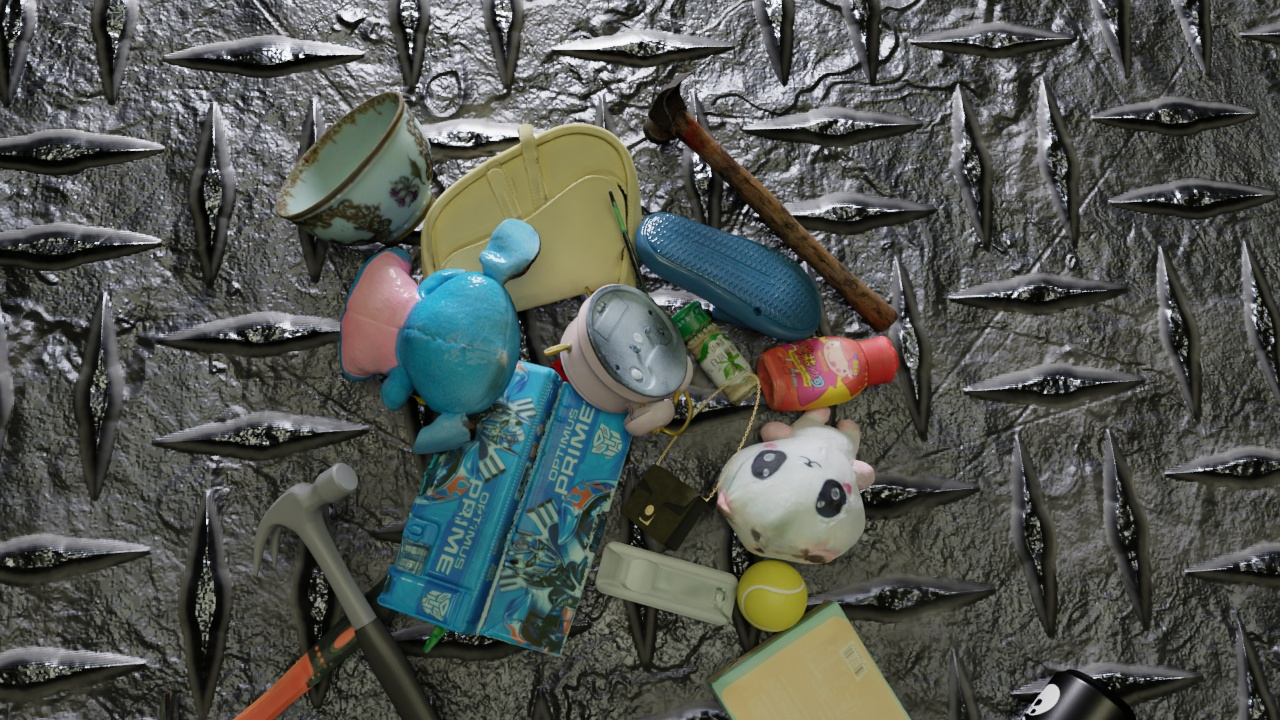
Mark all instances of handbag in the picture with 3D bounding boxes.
[{"bbox_3d":[0.055,0.087,0.863,0.027,0.084,0.178,39,84,-39],"label":"handbag"},{"bbox_3d":[-0.106,-0.124,0.899,0.232,0.089,0.191,-17,83,-9],"label":"handbag"}]

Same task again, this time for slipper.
[{"bbox_3d":[0.087,-0.076,0.907,0.213,0.059,0.103,22,50,-18],"label":"slipper"}]

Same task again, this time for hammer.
[{"bbox_3d":[0.136,-0.151,0.924,0.330,0.120,0.033,44,77,-2],"label":"hammer"},{"bbox_3d":[-0.226,0.246,0.784,0.125,0.029,0.311,-31,89,20],"label":"hammer"},{"bbox_3d":[-0.279,0.261,0.823,0.332,0.033,0.133,-41,82,-11],"label":"hammer"}]

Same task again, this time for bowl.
[{"bbox_3d":[-0.256,-0.167,0.879,0.159,0.160,0.094,-54,128,-13],"label":"bowl"}]

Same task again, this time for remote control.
[{"bbox_3d":[0.025,0.211,0.868,0.133,0.022,0.050,16,77,-2],"label":"remote control"}]

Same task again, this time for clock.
[{"bbox_3d":[-0.005,0.005,0.858,0.158,0.059,0.116,42,42,-14],"label":"clock"}]

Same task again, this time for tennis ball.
[{"bbox_3d":[0.122,0.219,0.854,0.065,0.065,0.065,1,77,-5],"label":"tennis ball"}]

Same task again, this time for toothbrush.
[{"bbox_3d":[0.000,-0.076,0.891,0.017,0.014,0.188,-21,111,1],"label":"toothbrush"}]

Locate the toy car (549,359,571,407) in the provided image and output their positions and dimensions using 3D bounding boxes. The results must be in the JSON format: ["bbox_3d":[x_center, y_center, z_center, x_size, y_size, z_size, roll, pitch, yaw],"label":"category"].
[{"bbox_3d":[-0.063,0.044,0.896,0.038,0.025,0.089,-42,84,-12],"label":"toy car"}]

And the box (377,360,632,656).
[{"bbox_3d":[-0.113,0.126,0.825,0.175,0.060,0.243,18,76,-1],"label":"box"}]

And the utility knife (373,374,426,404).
[{"bbox_3d":[-0.182,0.043,0.885,0.174,0.029,0.020,21,71,1],"label":"utility knife"}]

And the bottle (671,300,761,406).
[{"bbox_3d":[0.074,-0.006,0.912,0.042,0.043,0.110,-37,85,-12],"label":"bottle"}]

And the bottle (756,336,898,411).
[{"bbox_3d":[0.187,0.010,0.912,0.134,0.049,0.071,-10,54,-9],"label":"bottle"}]

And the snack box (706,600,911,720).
[{"bbox_3d":[0.171,0.342,0.842,0.141,0.044,0.193,-30,82,-10],"label":"snack box"}]

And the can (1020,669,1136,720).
[{"bbox_3d":[0.380,0.362,0.838,0.080,0.080,0.146,43,77,5],"label":"can"}]

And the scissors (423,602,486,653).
[{"bbox_3d":[-0.156,0.224,0.855,0.123,0.012,0.126,34,77,6],"label":"scissors"}]

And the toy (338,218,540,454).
[{"bbox_3d":[-0.182,-0.034,0.811,0.191,0.099,0.224,19,89,27],"label":"toy"}]

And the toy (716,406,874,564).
[{"bbox_3d":[0.154,0.114,0.871,0.139,0.102,0.179,28,57,14],"label":"toy"}]
